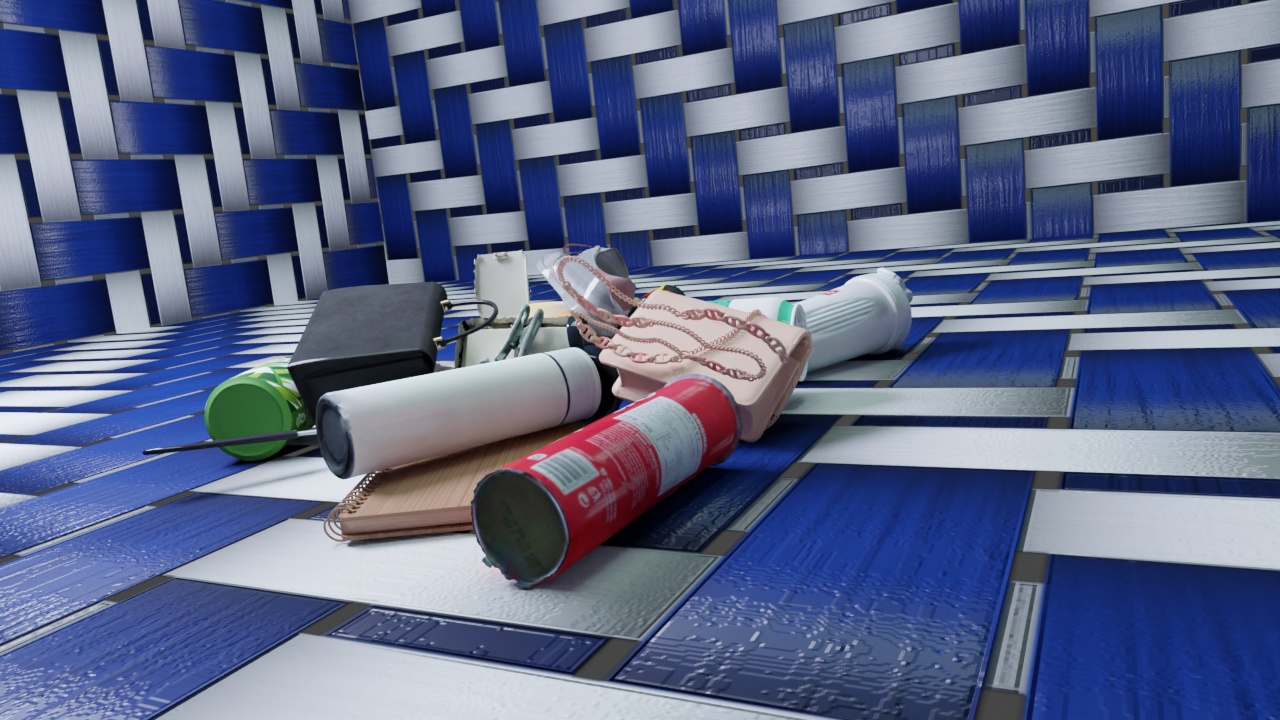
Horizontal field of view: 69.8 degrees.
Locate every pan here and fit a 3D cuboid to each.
[{"bbox_3d":[-0.256,0.062,0.843,0.355,0.021,0.199,-6,0,-26],"label":"pan"}]

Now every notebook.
[{"bbox_3d":[-0.130,0.087,0.708,0.169,0.022,0.210,-6,9,-1],"label":"notebook"}]

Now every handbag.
[{"bbox_3d":[0.057,-0.037,0.753,0.199,0.187,0.116,18,56,29],"label":"handbag"},{"bbox_3d":[-0.245,-0.030,0.967,0.196,0.072,0.175,-15,29,1],"label":"handbag"}]

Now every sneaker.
[{"bbox_3d":[-0.059,-0.102,1.143,0.089,0.099,0.236,-42,30,1],"label":"sneaker"}]

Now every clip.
[{"bbox_3d":[-0.128,-0.025,0.982,0.047,0.076,0.023,19,-21,10],"label":"clip"}]

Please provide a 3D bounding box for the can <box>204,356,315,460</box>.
[{"bbox_3d":[-0.372,0.044,0.933,0.083,0.083,0.144,-6,9,0],"label":"can"}]

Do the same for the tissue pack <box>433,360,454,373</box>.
[{"bbox_3d":[-0.274,0.022,1.071,0.181,0.071,0.103,0,10,14],"label":"tissue pack"}]

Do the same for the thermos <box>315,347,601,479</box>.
[{"bbox_3d":[-0.139,0.038,0.742,0.229,0.068,0.068,-13,12,-39],"label":"thermos"}]

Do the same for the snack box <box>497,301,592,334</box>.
[{"bbox_3d":[-0.135,-0.039,1.283,0.145,0.081,0.195,-3,10,10],"label":"snack box"}]

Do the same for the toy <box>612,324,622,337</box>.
[{"bbox_3d":[-0.038,-0.046,1.217,0.063,0.100,0.076,9,15,35],"label":"toy"}]

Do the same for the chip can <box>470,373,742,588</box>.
[{"bbox_3d":[-0.012,0.069,0.596,0.073,0.073,0.232,-1,12,30],"label":"chip can"}]

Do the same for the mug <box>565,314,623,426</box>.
[{"bbox_3d":[-0.052,0.007,0.885,0.071,0.105,0.077,-10,9,7],"label":"mug"}]

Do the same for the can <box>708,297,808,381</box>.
[{"bbox_3d":[0.074,-0.014,0.894,0.166,0.088,0.088,-2,10,21],"label":"can"}]

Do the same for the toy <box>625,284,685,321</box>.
[{"bbox_3d":[0.022,-0.039,1.125,0.098,0.099,0.119,-49,-16,14],"label":"toy"}]

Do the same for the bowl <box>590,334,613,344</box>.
[{"bbox_3d":[-0.006,0.006,1.013,0.118,0.030,0.117,20,9,-4],"label":"bowl"}]

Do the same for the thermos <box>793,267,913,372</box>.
[{"bbox_3d":[0.218,-0.039,1.033,0.219,0.099,0.099,-17,14,-35],"label":"thermos"}]

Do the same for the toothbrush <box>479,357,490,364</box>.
[{"bbox_3d":[-0.241,0.037,0.961,0.185,0.024,0.022,-21,-8,-6],"label":"toothbrush"}]

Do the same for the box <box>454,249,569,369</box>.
[{"bbox_3d":[-0.127,-0.028,1.052,0.143,0.193,0.101,0,-25,2],"label":"box"}]
